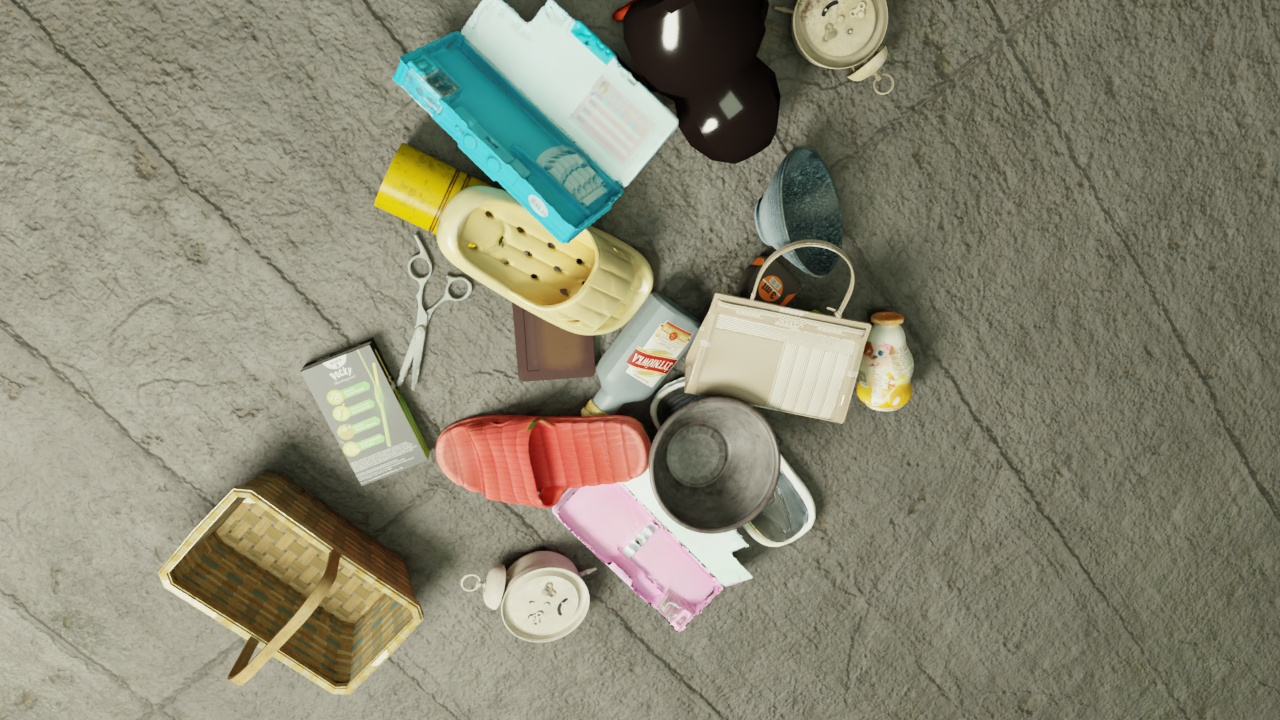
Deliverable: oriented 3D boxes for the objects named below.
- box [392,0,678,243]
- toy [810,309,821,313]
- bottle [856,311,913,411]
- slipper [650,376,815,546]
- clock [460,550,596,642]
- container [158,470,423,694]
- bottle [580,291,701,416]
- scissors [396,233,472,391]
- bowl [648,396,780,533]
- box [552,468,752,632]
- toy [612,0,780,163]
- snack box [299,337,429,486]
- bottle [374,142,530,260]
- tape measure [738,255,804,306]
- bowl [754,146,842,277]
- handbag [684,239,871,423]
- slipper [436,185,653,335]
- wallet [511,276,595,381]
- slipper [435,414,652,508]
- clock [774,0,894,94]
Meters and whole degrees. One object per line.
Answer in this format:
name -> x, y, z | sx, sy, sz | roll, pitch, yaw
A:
box -> -0.099, -0.240, 0.880 | 0.227, 0.085, 0.170 | 44, 80, -1
toy -> 0.203, -0.005, 1.049 | 0.093, 0.036, 0.094 | 40, 94, -13
bottle -> 0.279, 0.001, 1.045 | 0.063, 0.063, 0.109 | -5, 111, -6
slipper -> 0.117, 0.123, 1.070 | 0.111, 0.063, 0.264 | -35, 112, 5
clock -> -0.136, 0.271, 1.089 | 0.156, 0.061, 0.103 | 15, 107, -20
container -> -0.370, 0.251, 0.984 | 0.250, 0.186, 0.158 | 41, 99, -18
bottle -> -0.006, 0.006, 1.015 | 0.072, 0.046, 0.161 | 29, 104, -38
scissors -> -0.243, -0.050, 0.988 | 0.117, 0.014, 0.161 | 42, 96, -19
bowl -> 0.071, 0.108, 0.989 | 0.145, 0.067, 0.145 | -1, 95, -14
box -> 0.026, 0.204, 1.088 | 0.161, 0.062, 0.230 | -38, 109, 15
toy -> 0.070, -0.277, 0.880 | 0.159, 0.140, 0.184 | -28, 111, 3
snack box -> -0.301, 0.058, 1.011 | 0.080, 0.025, 0.147 | -21, 110, 0
bottle -> -0.179, -0.151, 0.931 | 0.163, 0.071, 0.071 | 25, 104, -15
tape measure -> 0.138, -0.081, 1.015 | 0.058, 0.038, 0.058 | 40, 86, -18
bowl -> 0.158, -0.152, 0.970 | 0.057, 0.136, 0.137 | -6, 116, 37
handbag -> 0.154, -0.038, 0.951 | 0.175, 0.062, 0.198 | 11, 128, -5
slipper -> -0.081, -0.087, 0.915 | 0.261, 0.079, 0.111 | 23, 103, -40
wallet -> -0.094, -0.036, 1.011 | 0.091, 0.018, 0.116 | -4, 108, -5
slipper -> -0.112, 0.110, 1.007 | 0.249, 0.059, 0.103 | -3, 106, 13
clock -> 0.208, -0.327, 0.928 | 0.093, 0.054, 0.141 | -41, 102, 8
